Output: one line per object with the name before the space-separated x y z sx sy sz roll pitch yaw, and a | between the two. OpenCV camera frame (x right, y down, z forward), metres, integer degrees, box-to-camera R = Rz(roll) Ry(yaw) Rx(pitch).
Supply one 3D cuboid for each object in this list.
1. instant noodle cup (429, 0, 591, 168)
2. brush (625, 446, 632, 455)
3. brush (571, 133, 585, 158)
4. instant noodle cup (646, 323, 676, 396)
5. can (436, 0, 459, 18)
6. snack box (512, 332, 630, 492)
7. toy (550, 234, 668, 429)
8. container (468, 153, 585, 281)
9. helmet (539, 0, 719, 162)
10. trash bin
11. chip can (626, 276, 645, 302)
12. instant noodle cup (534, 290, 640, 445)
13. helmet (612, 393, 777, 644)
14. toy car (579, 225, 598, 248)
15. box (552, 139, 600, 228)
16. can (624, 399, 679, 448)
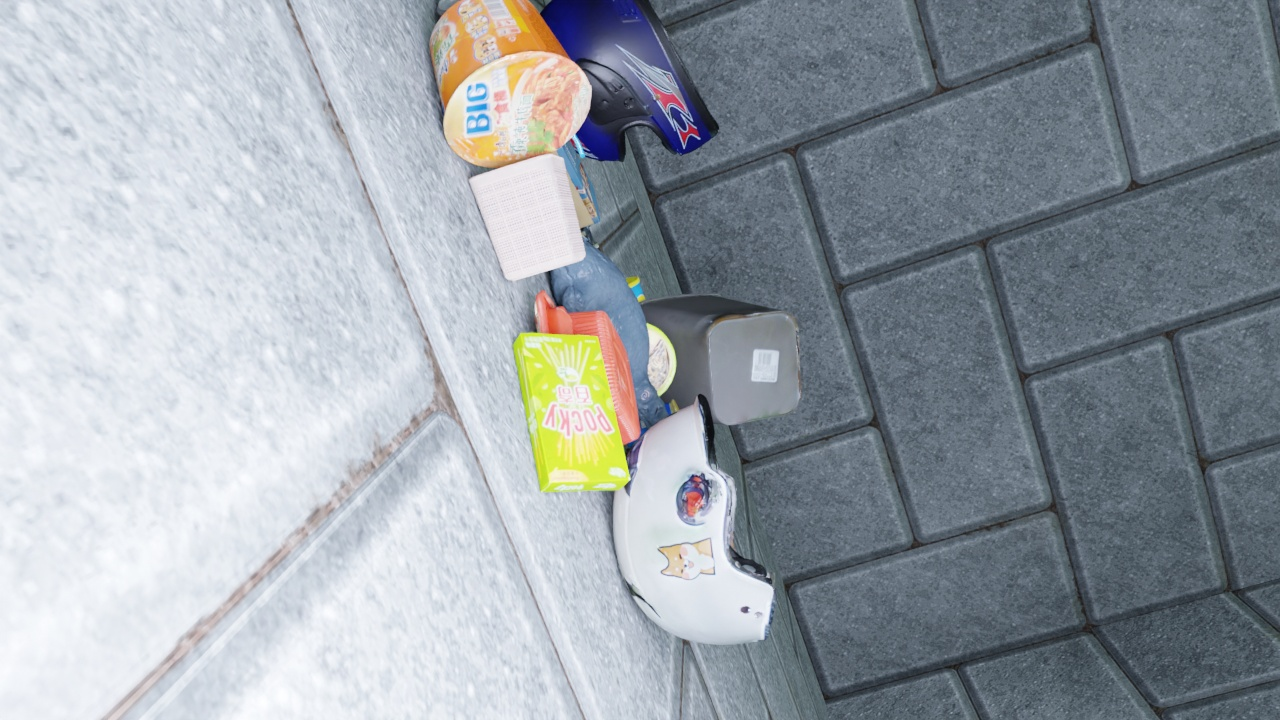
instant noodle cup | -0.138 -0.285 0.919 0.111 0.151 0.151 66 5 25
brush | 0.034 0.166 1.284 0.146 0.073 0.063 61 11 -50
brush | -0.148 -0.367 1.181 0.254 0.046 0.083 50 8 -22
instant noodle cup | -0.008 0.007 1.284 0.123 0.111 0.111 79 -7 -86
can | -0.185 -0.369 1.062 0.116 0.058 0.058 63 12 -46
snack box | -0.066 0.047 0.867 0.026 0.085 0.156 -47 -131 49
toy | -0.047 -0.053 1.151 0.137 0.091 0.356 -93 158 -59
container | -0.112 -0.147 0.957 0.090 0.090 0.111 -57 131 -79
helmet | -0.046 -0.435 1.456 0.315 0.241 0.246 54 15 -30
trash bin | 0.116 0.001 1.380 0.220 0.198 0.199 9 -75 62
chip can | -0.002 -0.025 1.480 0.071 0.071 0.210 -80 151 -73
instant noodle cup | -0.054 0.025 0.995 0.189 0.079 0.164 65 13 -62
helmet | 0.047 0.191 1.020 0.230 0.157 0.274 37 32 -82
toy car | -0.087 -0.178 1.380 0.090 0.034 0.043 -83 156 -67
box | -0.116 -0.269 1.299 0.184 0.061 0.089 63 11 -54
can | 0.025 0.111 1.308 0.102 0.083 0.057 61 13 -50
